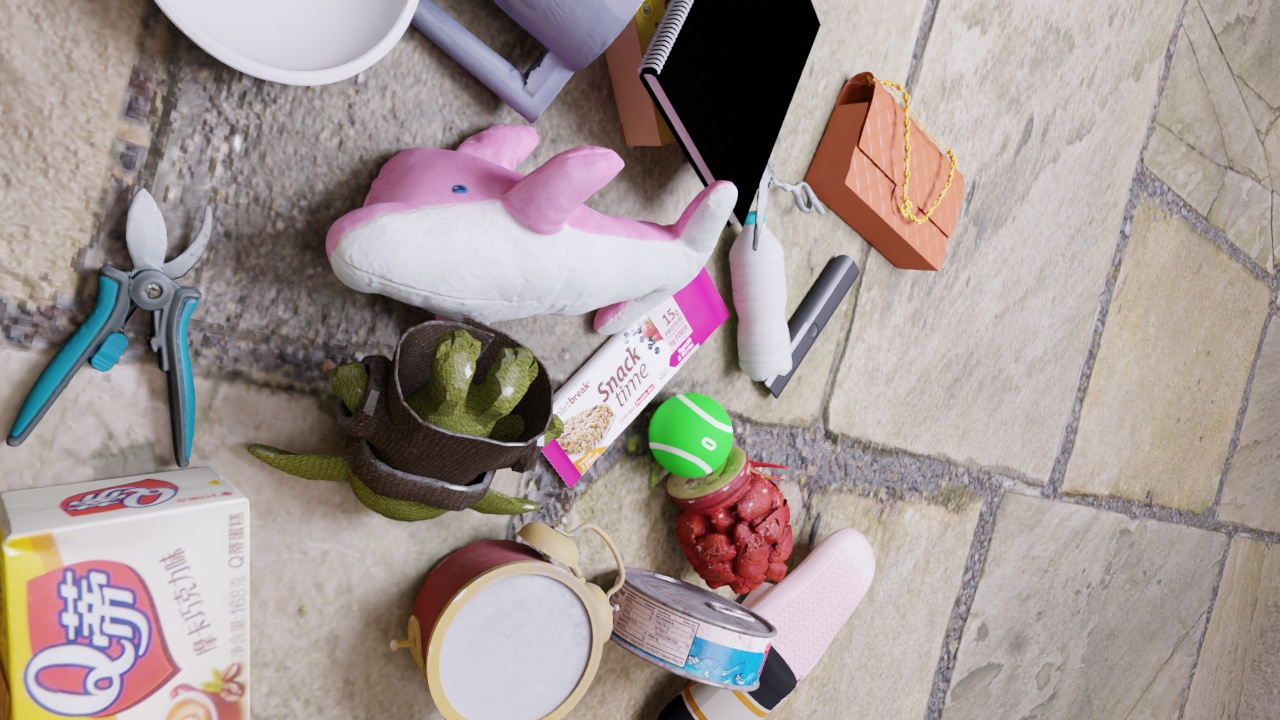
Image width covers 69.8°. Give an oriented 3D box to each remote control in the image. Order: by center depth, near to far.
[{"bbox_3d":[0.150,-0.031,0.814,0.146,0.015,0.033,-54,129,-16],"label":"remote control"}]

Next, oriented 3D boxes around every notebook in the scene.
[{"bbox_3d":[0.070,-0.221,0.641,0.149,0.016,0.206,50,54,-46],"label":"notebook"}]

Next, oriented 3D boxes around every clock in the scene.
[{"bbox_3d":[-0.082,0.172,0.624,0.158,0.081,0.117,-35,110,-18],"label":"clock"}]

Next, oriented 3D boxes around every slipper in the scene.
[{"bbox_3d":[0.131,0.238,0.839,0.221,0.056,0.107,-42,123,-14],"label":"slipper"}]

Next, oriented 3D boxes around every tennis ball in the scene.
[{"bbox_3d":[0.039,0.058,0.709,0.065,0.065,0.065,-11,108,-38],"label":"tennis ball"}]

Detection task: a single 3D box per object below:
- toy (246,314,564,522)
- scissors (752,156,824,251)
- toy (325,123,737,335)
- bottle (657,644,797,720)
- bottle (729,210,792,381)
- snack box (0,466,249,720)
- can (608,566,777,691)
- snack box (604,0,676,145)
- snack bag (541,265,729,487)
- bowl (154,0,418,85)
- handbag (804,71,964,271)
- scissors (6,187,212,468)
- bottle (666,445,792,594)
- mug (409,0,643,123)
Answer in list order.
[{"bbox_3d":[-0.116,0.038,0.530,0.179,0.153,0.078,17,50,-28],"label":"toy"},{"bbox_3d":[0.105,-0.147,0.725,0.174,0.014,0.141,9,75,-52],"label":"scissors"},{"bbox_3d":[-0.070,-0.086,0.569,0.265,0.127,0.187,0,145,-41],"label":"toy"},{"bbox_3d":[0.045,0.306,0.762,0.182,0.059,0.059,-44,128,4],"label":"bottle"},{"bbox_3d":[0.097,-0.053,0.745,0.044,0.044,0.136,-22,114,-35],"label":"bottle"},{"bbox_3d":[-0.270,0.179,0.482,0.109,0.062,0.230,-4,104,-39],"label":"snack box"},{"bbox_3d":[0.036,0.203,0.700,0.129,0.130,0.044,23,85,-41],"label":"can"},{"bbox_3d":[0.021,-0.225,0.641,0.088,0.040,0.126,-29,118,-32],"label":"snack box"},{"bbox_3d":[-0.004,0.004,0.693,0.196,0.016,0.070,-46,124,-22],"label":"snack bag"},{"bbox_3d":[-0.187,-0.217,0.466,0.149,0.043,0.149,-11,107,-38],"label":"bowl"},{"bbox_3d":[0.234,-0.166,0.826,0.171,0.060,0.108,29,78,-41],"label":"handbag"},{"bbox_3d":[-0.258,-0.005,0.476,0.154,0.019,0.124,-47,127,-20],"label":"scissors"},{"bbox_3d":[0.077,0.129,0.750,0.098,0.099,0.111,-37,112,-28],"label":"bottle"},{"bbox_3d":[-0.067,-0.221,0.541,0.104,0.083,0.124,35,105,-27],"label":"mug"}]
